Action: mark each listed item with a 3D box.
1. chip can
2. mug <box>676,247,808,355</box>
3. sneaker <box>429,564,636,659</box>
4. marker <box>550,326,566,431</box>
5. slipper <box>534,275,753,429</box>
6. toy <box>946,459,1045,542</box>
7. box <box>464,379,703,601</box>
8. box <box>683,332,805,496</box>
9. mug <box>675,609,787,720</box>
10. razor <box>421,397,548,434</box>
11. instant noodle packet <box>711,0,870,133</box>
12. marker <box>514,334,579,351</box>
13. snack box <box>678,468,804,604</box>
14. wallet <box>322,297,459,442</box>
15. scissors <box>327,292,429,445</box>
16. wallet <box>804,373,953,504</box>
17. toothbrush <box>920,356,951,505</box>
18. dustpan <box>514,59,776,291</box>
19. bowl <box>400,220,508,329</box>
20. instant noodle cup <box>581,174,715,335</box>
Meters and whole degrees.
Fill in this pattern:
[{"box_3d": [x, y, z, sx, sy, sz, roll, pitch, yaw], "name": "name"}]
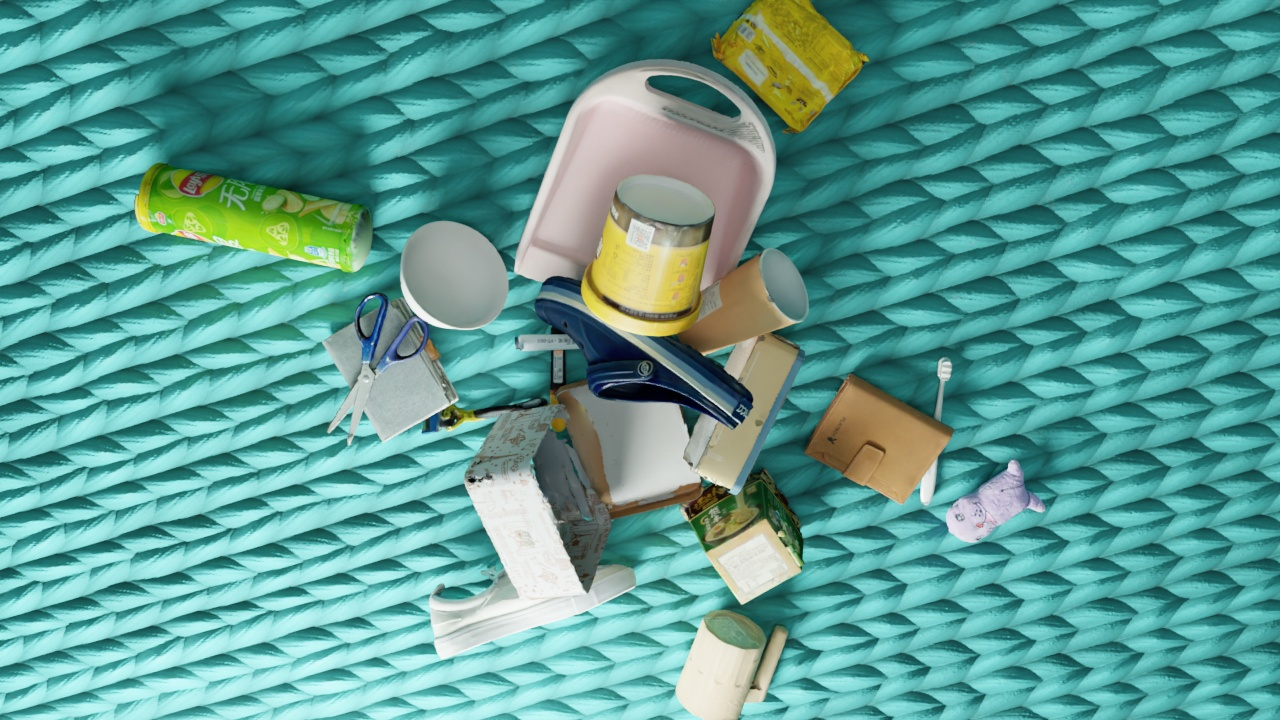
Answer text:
[{"box_3d": [-0.387, -0.144, 0.935, 0.221, 0.072, 0.073, 11, 108, -4], "name": "chip can"}, {"box_3d": [0.096, -0.052, 0.920, 0.123, 0.078, 0.078, -26, 108, 36], "name": "mug"}, {"box_3d": [-0.128, 0.266, 1.070, 0.242, 0.089, 0.090, -16, 77, -6], "name": "sneaker"}, {"box_3d": [-0.091, 0.019, 1.019, 0.018, 0.015, 0.124, 0, 106, -2], "name": "marker"}, {"box_3d": [-0.005, 0.005, 0.918, 0.253, 0.105, 0.095, 31, 83, 23], "name": "slipper"}, {"box_3d": [0.403, 0.169, 1.054, 0.108, 0.039, 0.084, -37, 111, 10], "name": "toy"}, {"box_3d": [-0.052, 0.135, 0.971, 0.227, 0.156, 0.180, -15, 115, 4], "name": "box"}, {"box_3d": [0.105, 0.056, 0.974, 0.059, 0.090, 0.184, 23, 94, -8], "name": "box"}, {"box_3d": [0.114, 0.366, 1.106, 0.124, 0.084, 0.104, 8, 108, -28], "name": "mug"}, {"box_3d": [-0.173, 0.058, 1.029, 0.143, 0.022, 0.042, -7, 64, -1], "name": "razor"}, {"box_3d": [0.143, -0.301, 0.897, 0.128, 0.044, 0.111, 42, 97, -16], "name": "instant noodle packet"}, {"box_3d": [-0.071, -0.022, 0.995, 0.130, 0.018, 0.022, -1, 81, -8], "name": "marker"}, {"box_3d": [0.118, 0.202, 1.031, 0.118, 0.105, 0.118, -32, 105, 10], "name": "snack box"}, {"box_3d": [-0.269, 0.009, 1.002, 0.107, 0.037, 0.129, -29, 94, 8], "name": "wallet"}, {"box_3d": [-0.295, 0.005, 0.980, 0.171, 0.012, 0.141, -30, 95, 10], "name": "scissors"}, {"box_3d": [0.265, 0.089, 1.028, 0.132, 0.031, 0.108, 29, 108, -1], "name": "wallet"}, {"box_3d": [0.334, 0.083, 1.038, 0.016, 0.016, 0.180, 4, 109, 6], "name": "toothbrush"}, {"box_3d": [0.005, -0.152, 0.897, 0.222, 0.138, 0.274, 17, 107, -6], "name": "dustpan"}, {"box_3d": [-0.204, -0.078, 0.953, 0.118, 0.118, 0.065, 48, 141, -14], "name": "bowl"}, {"box_3d": [0.012, -0.102, 0.863, 0.118, 0.118, 0.115, 12, 128, -4], "name": "instant noodle cup"}]
